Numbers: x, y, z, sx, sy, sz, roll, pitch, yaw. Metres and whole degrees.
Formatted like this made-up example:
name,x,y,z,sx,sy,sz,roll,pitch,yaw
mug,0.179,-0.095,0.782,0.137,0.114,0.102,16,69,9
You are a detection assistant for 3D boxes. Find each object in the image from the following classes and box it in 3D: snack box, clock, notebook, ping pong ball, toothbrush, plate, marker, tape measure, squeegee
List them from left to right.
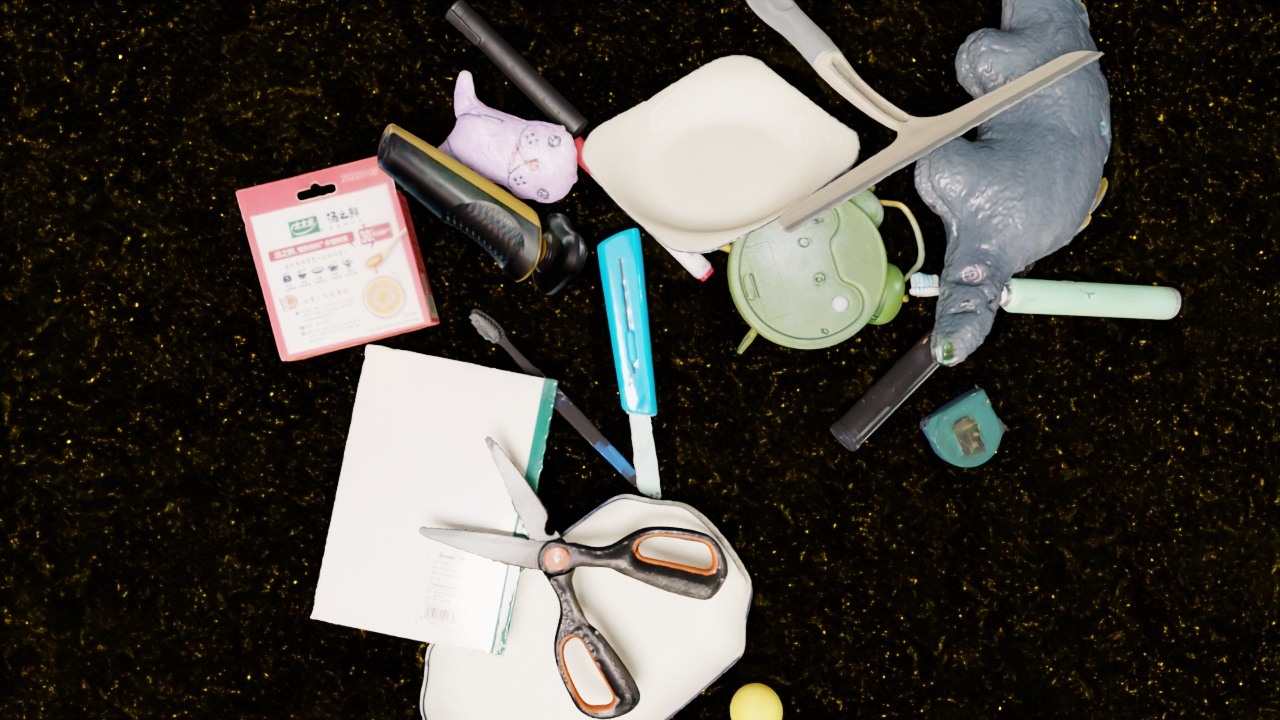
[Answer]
name,x,y,z,sx,sy,sz,roll,pitch,yaw
snack box,-0.222,-0.074,0.679,0.113,0.044,0.127,-14,93,-2
notebook,-0.154,0.103,0.686,0.150,0.012,0.209,11,85,4
marker,-0.093,-0.219,0.692,0.132,0.022,0.020,44,126,-3
toothbrush,-0.064,0.030,0.706,0.014,0.016,0.189,-43,95,5
plate,-0.041,0.216,0.704,0.265,0.034,0.162,-39,92,-1
marker,0.000,-0.115,0.703,0.145,0.017,0.017,44,89,-3
plate,0.056,-0.144,0.666,0.163,0.034,0.164,-32,56,-10
ping pong ball,0.090,0.271,0.709,0.040,0.040,0.040,0,92,-3
clock,0.137,-0.072,0.692,0.161,0.056,0.116,-17,93,-2
squeegee,0.137,-0.215,0.655,0.246,0.039,0.246,-31,59,-9
toothbrush,0.232,-0.012,0.716,0.212,0.026,0.027,-44,128,-2
tape measure,0.255,0.055,0.718,0.058,0.025,0.054,-31,92,-1
toothbrush,0.309,-0.049,0.701,0.224,0.026,0.027,2,81,-11

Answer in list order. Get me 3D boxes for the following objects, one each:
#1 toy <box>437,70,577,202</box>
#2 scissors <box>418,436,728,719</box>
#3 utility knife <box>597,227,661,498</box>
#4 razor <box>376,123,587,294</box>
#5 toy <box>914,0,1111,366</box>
name,x,y,z,sx,sy,sz,roll,pitch,yaw
toy,-0.096,-0.158,0.682,0.108,0.038,0.084,21,115,-3
scissors,-0.045,0.159,0.667,0.221,0.022,0.230,-5,93,-6
utility knife,-0.004,0.004,0.707,0.034,0.018,0.209,-8,93,-3
razor,-0.115,-0.112,0.665,0.167,0.062,0.067,34,51,-17
toy,0.275,-0.157,0.666,0.137,0.091,0.356,19,80,-28
